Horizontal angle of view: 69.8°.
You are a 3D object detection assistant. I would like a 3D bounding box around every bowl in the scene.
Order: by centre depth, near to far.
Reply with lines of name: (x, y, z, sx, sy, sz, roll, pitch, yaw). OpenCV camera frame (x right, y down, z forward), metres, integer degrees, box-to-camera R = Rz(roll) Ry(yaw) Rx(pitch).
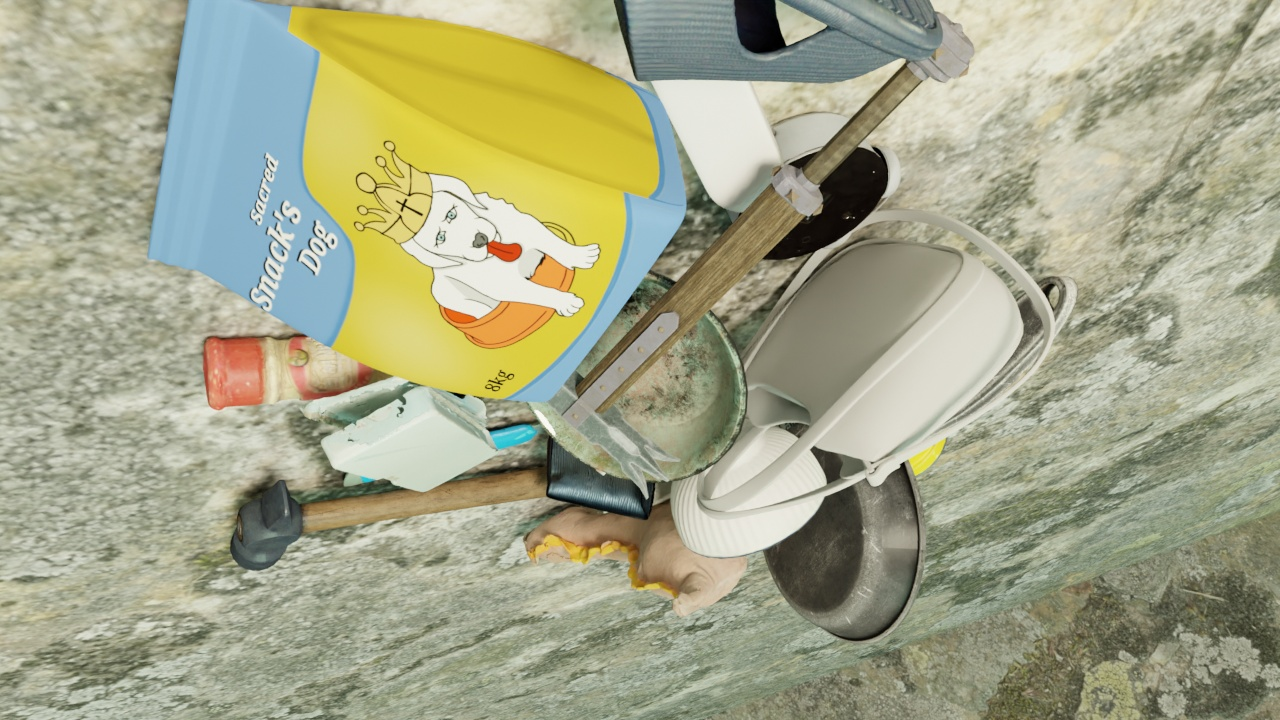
bowl: (-0.004, 0.003, 0.590, 0.158, 0.157, 0.038, -44, -174, 36)
bowl: (0.071, 0.083, 0.675, 0.118, 0.118, 0.062, -24, 112, 6)

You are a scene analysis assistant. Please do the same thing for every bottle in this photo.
bottle: (-0.197, 0.004, 0.541, 0.109, 0.044, 0.044, -4, 147, -28)

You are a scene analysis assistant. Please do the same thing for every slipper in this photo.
slipper: (-0.001, -0.158, 0.343, 0.263, 0.101, 0.083, 8, 148, -32)

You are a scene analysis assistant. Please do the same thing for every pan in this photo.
pan: (0.181, 0.070, 0.663, 0.055, 0.187, 0.358, 0, 139, -25)

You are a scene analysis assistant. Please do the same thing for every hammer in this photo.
hammer: (0.045, -0.058, 0.491, 0.318, 0.147, 0.028, -45, -175, 35)
hammer: (-0.152, 0.109, 0.742, 0.321, 0.040, 0.130, -4, 158, -33)

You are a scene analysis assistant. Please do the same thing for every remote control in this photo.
remote control: (0.037, -0.126, 0.459, 0.043, 0.013, 0.136, -16, 138, 19)

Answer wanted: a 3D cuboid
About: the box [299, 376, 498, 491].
box: (-0.141, 0.047, 0.589, 0.083, 0.066, 0.199, -4, 168, 2)

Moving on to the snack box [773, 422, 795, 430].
snack box: (0.184, 0.023, 0.750, 0.057, 0.104, 0.208, -4, 147, -32)

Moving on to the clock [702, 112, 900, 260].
clock: (0.105, -0.103, 0.555, 0.122, 0.035, 0.095, 3, 144, -37)

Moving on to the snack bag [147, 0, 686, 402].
snack bag: (-0.106, -0.072, 0.423, 0.205, 0.102, 0.159, 12, 139, -26)

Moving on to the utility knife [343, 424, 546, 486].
utility knife: (-0.142, 0.069, 0.711, 0.178, 0.015, 0.031, -12, 153, -10)

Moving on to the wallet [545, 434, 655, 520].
wallet: (-0.029, 0.071, 0.710, 0.089, 0.026, 0.115, 11, 126, 6)

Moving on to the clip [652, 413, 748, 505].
clip: (0.057, 0.070, 0.761, 0.126, 0.096, 0.153, -21, 164, -21)

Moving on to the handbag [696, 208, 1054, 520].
handbag: (0.118, 0.016, 0.575, 0.222, 0.216, 0.095, -44, 110, -5)

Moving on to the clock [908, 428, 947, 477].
clock: (0.217, 0.065, 0.831, 0.119, 0.083, 0.057, -18, 141, 39)

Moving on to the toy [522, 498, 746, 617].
toy: (-0.018, 0.160, 0.777, 0.265, 0.065, 0.195, -10, -170, 35)
